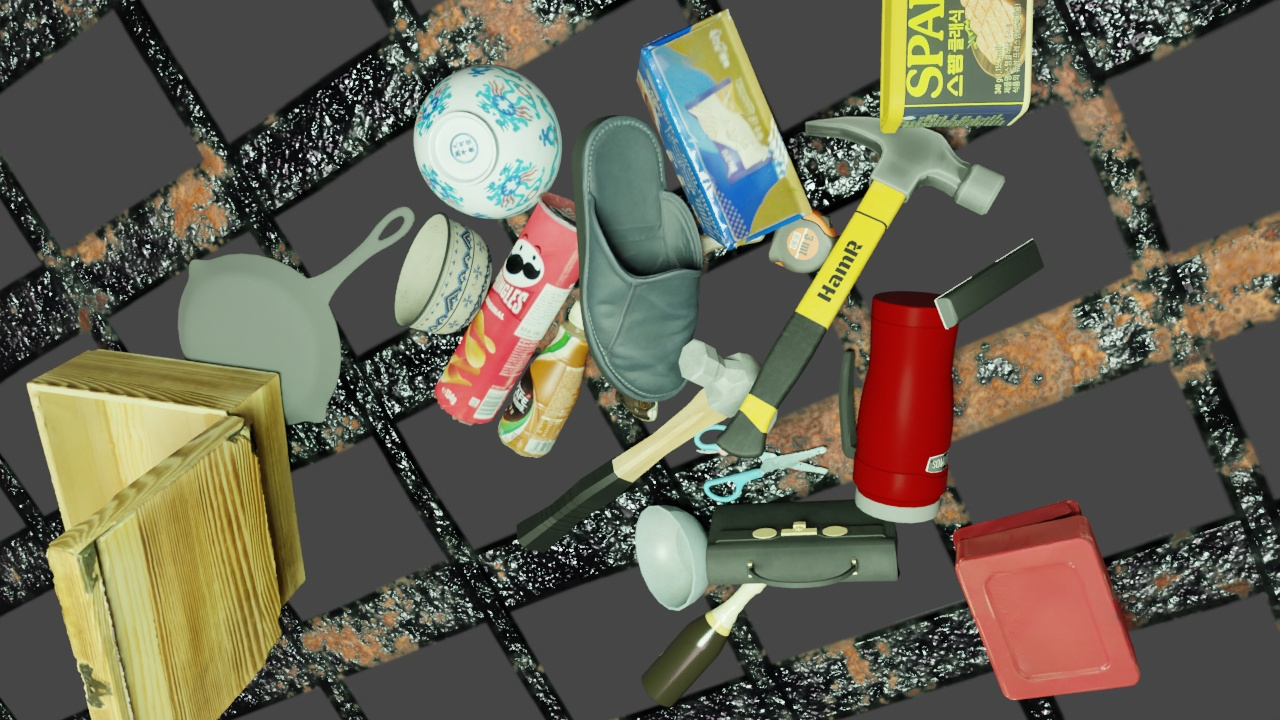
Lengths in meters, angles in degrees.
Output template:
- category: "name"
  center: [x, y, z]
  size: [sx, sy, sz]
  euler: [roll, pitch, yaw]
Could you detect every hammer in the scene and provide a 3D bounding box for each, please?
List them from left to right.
- category: "hammer"
  center: [-0.006, 0.100, 0.899]
  size: [0.131, 0.039, 0.329]
  euler: [26, 128, -37]
- category: "hammer"
  center: [0.156, -0.061, 0.780]
  size: [0.170, 0.034, 0.324]
  euler: [30, 87, 14]

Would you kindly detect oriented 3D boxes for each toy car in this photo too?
- category: "toy car"
  center: [-0.005, 0.005, 0.897]
  size: [0.040, 0.048, 0.113]
  euler: [-22, 109, -28]

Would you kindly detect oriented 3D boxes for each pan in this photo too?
- category: "pan"
  center: [-0.367, -0.050, 0.964]
  size: [0.355, 0.024, 0.216]
  euler: [-35, 98, 19]

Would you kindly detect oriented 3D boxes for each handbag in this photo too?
- category: "handbag"
  center: [0.146, 0.179, 0.831]
  size: [0.176, 0.195, 0.072]
  euler: [-5, 90, 13]

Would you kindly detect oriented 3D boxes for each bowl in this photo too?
- category: "bowl"
  center: [-0.184, -0.077, 0.878]
  size: [0.059, 0.115, 0.116]
  euler: [20, 115, -32]
- category: "bowl"
  center: [-0.152, -0.197, 0.845]
  size: [0.144, 0.074, 0.144]
  euler: [3, 108, 11]
- category: "bowl"
  center: [0.039, 0.195, 0.929]
  size: [0.039, 0.106, 0.106]
  euler: [-9, 111, -32]

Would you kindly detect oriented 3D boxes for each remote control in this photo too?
- category: "remote control"
  center: [0.302, -0.067, 0.786]
  size: [0.124, 0.012, 0.028]
  euler: [-30, 102, -21]

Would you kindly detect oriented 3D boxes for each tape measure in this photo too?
- category: "tape measure"
  center: [0.151, -0.110, 0.832]
  size: [0.059, 0.038, 0.058]
  euler: [22, 110, 19]

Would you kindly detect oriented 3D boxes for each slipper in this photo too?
- category: "slipper"
  center: [0.006, -0.079, 0.809]
  size: [0.108, 0.083, 0.266]
  euler: [-18, 112, -26]

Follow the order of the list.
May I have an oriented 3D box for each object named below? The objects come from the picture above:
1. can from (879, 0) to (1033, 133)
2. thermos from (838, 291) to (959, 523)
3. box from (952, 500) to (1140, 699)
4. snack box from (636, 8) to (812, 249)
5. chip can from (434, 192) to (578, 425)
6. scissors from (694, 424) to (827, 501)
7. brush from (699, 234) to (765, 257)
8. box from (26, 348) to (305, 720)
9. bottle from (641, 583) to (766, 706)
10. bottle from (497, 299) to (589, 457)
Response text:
- category: "can"
  center: [0.250, -0.255, 0.732]
  size: [0.104, 0.075, 0.135]
  euler: [1, 92, 9]
- category: "thermos"
  center: [0.232, 0.039, 0.842]
  size: [0.108, 0.083, 0.199]
  euler: [14, 110, 38]
- category: "box"
  center: [0.378, 0.227, 0.860]
  size: [0.130, 0.097, 0.157]
  euler: [-20, 102, 22]
- category: "snack box"
  center: [0.059, -0.178, 0.735]
  size: [0.069, 0.202, 0.155]
  euler: [-25, 101, 4]
- category: "chip can"
  center: [-0.120, -0.045, 0.889]
  size: [0.073, 0.073, 0.233]
  euler: [34, 112, 0]
- category: "scissors"
  center: [0.120, 0.114, 0.920]
  size: [0.142, 0.015, 0.095]
  euler: [12, 109, 14]
- category: "brush"
  center: [0.044, -0.106, 0.867]
  size: [0.151, 0.012, 0.039]
  euler: [-10, 105, 15]
- category: "box"
  center: [-0.496, 0.189, 0.894]
  size: [0.286, 0.335, 0.280]
  euler: [6, 113, 7]
- category: "bottle"
  center: [0.074, 0.287, 0.969]
  size: [0.045, 0.045, 0.185]
  euler: [38, 104, -2]
- category: "bottle"
  center: [-0.084, 0.017, 0.907]
  size: [0.059, 0.059, 0.167]
  euler: [30, 111, 1]
